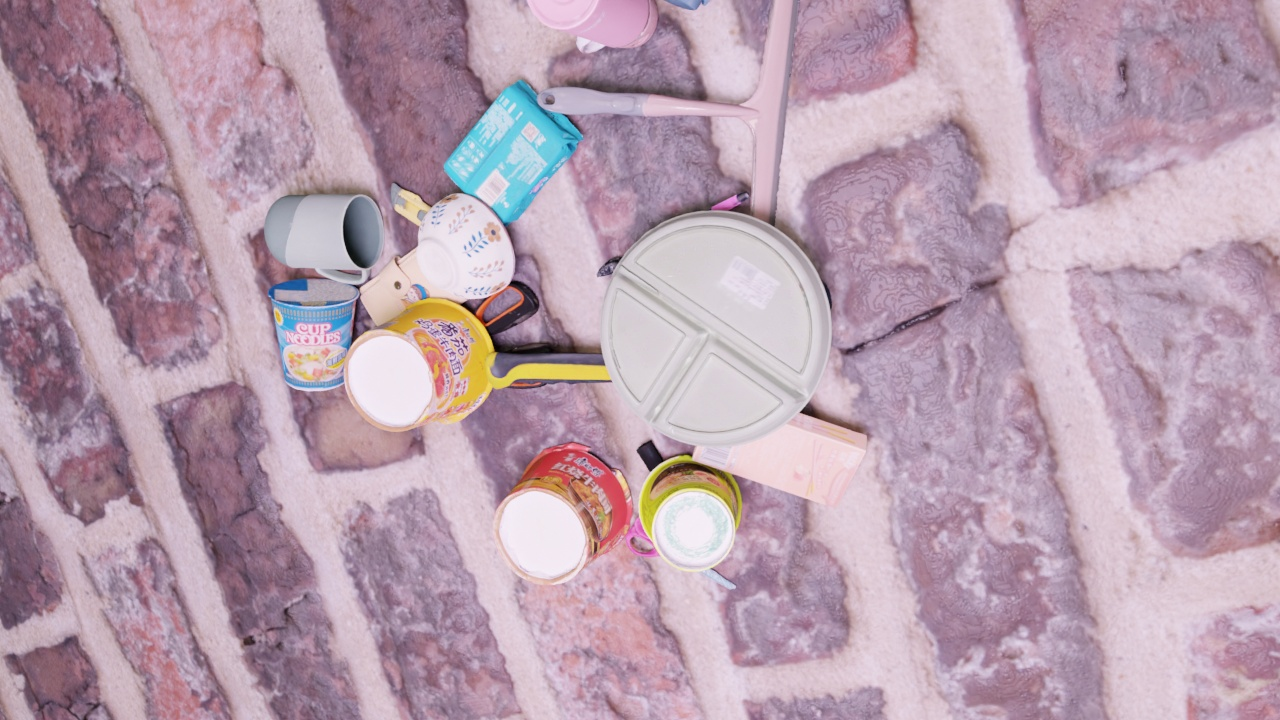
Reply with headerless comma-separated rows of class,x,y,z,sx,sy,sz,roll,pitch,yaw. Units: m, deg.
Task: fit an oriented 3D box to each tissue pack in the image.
tissue pack,-0.133,-0.214,0.951,0.093,0.050,0.134,46,111,4

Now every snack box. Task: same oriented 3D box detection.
snack box,0.138,0.088,0.923,0.157,0.026,0.085,18,127,2

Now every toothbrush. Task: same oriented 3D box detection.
toothbrush,0.028,-0.125,0.924,0.190,0.017,0.014,-25,102,30

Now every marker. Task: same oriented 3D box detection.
marker,0.036,0.148,0.998,0.022,0.020,0.132,-29,92,36

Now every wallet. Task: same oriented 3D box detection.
wallet,-0.261,-0.076,1.038,0.115,0.024,0.087,-32,90,22

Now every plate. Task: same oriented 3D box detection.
plate,0.065,-0.029,0.876,0.230,0.027,0.230,2,96,18

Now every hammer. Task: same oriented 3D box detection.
hammer,-0.006,0.006,0.948,0.324,0.031,0.126,0,116,14

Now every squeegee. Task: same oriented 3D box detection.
squeegee,0.017,-0.245,0.886,0.250,0.040,0.248,6,105,9

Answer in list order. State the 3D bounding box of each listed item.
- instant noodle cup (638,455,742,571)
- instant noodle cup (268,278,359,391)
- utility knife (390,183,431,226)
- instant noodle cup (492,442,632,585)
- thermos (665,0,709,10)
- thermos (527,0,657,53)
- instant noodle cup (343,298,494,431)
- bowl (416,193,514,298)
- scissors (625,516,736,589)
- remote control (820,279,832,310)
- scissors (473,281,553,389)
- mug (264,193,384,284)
instant noodle cup,0.052,0.158,0.925,0.112,0.123,0.111,0,92,1
instant noodle cup,-0.372,-0.028,1.052,0.099,0.099,0.110,12,113,14
utility knife,-0.211,-0.145,1.014,0.166,0.018,0.031,29,115,4
instant noodle cup,-0.090,0.173,0.996,0.138,0.108,0.138,4,104,17
thermos,0.060,-0.437,0.833,0.070,0.070,0.221,20,108,12
thermos,-0.043,-0.313,0.821,0.087,0.198,0.067,-30,94,19
instant noodle cup,-0.240,0.010,0.982,0.138,0.109,0.138,5,105,18
bowl,-0.193,-0.111,0.959,0.113,0.062,0.114,24,133,28
scissors,0.047,0.216,1.013,0.133,0.017,0.056,30,101,5
remote control,0.123,-0.048,0.923,0.137,0.024,0.053,-14,100,20
scissors,-0.198,-0.016,1.035,0.229,0.021,0.190,12,102,17
mug,-0.350,-0.133,1.029,0.106,0.082,0.112,3,134,16
